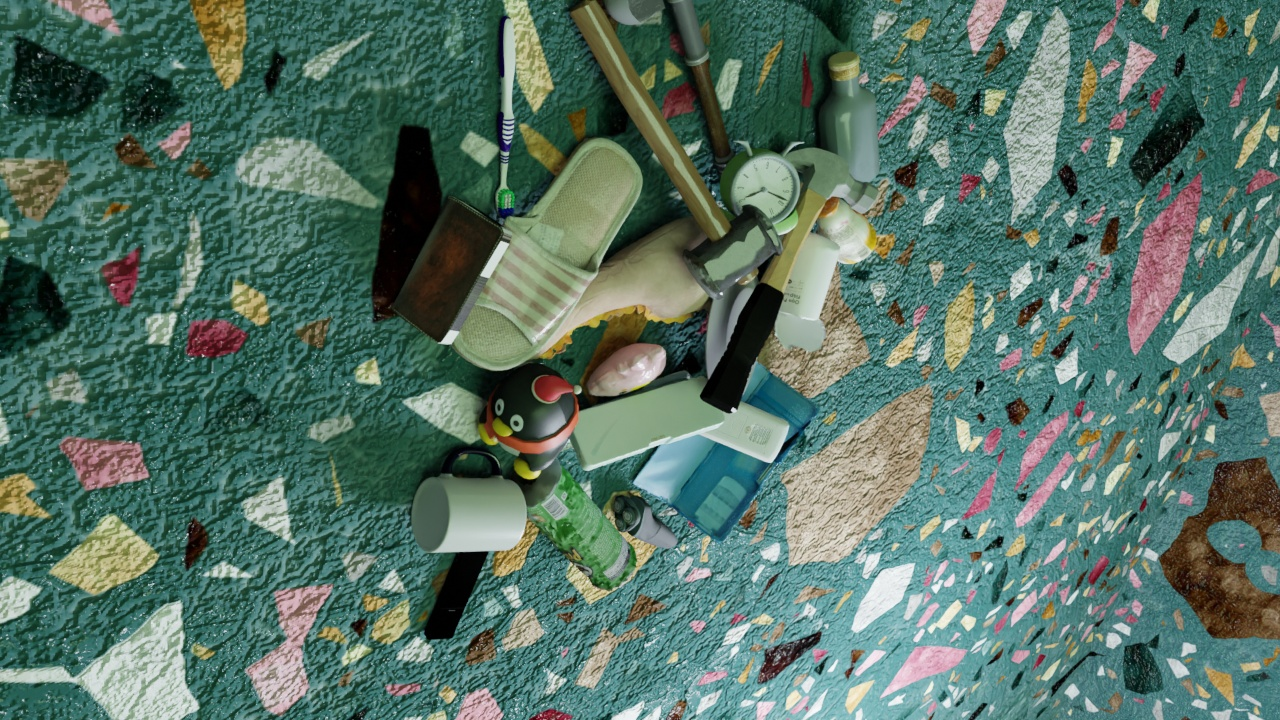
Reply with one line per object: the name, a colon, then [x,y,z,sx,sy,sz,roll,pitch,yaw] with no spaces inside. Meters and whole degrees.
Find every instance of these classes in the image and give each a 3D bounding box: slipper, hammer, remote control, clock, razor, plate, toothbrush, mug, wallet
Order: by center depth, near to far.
toothbrush: [-0.124,-0.219,0.847,0.015,0.016,0.187,-15,125,-33]
wallet: [-0.177,-0.083,0.851,0.123,0.072,0.019,-59,160,9]
slipper: [-0.088,-0.106,0.892,0.115,0.052,0.262,39,81,-24]
hammer: [0.029,-0.205,0.908,0.098,0.052,0.328,-36,117,1]
hammer: [0.068,-0.282,0.953,0.155,0.043,0.322,-39,137,-14]
mug: [-0.184,0.150,0.994,0.096,0.079,0.112,9,82,-42]
clock: [0.130,-0.181,1.001,0.094,0.042,0.119,0,111,-13]
hammer: [0.155,-0.094,1.047,0.131,0.039,0.327,28,78,-8]
remote control: [-0.213,0.262,1.077,0.034,0.013,0.150,12,107,-43]
plate: [0.119,-0.032,1.106,0.178,0.012,0.178,-25,119,-59]
remote control: [0.124,0.083,1.180,0.138,0.025,0.060,23,94,-17]
razor: [0.011,0.218,1.215,0.052,0.047,0.143,-50,140,-1]

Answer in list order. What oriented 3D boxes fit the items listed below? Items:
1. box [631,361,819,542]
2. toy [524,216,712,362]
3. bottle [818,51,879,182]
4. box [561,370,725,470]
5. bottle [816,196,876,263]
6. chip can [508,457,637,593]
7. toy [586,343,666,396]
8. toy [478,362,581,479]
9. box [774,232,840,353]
box: [0.112,0.109,1.227,0.173,0.066,0.232,37,91,-18]
toy: [-0.023,-0.054,1.001,0.264,0.065,0.196,-34,128,-16]
bottle: [0.247,-0.284,1.091,0.072,0.046,0.161,-33,133,-19]
box: [-0.011,0.075,1.089,0.198,0.085,0.096,-14,165,-32]
bottle: [0.253,-0.169,1.155,0.063,0.063,0.108,-53,137,0]
chip can: [-0.080,0.197,1.104,0.075,0.075,0.223,-43,134,-10]
toy: [-0.006,0.006,1.046,0.102,0.093,0.050,-24,87,-32]
toy: [-0.113,0.050,0.958,0.099,0.097,0.119,-40,158,-27]
box: [0.202,-0.081,1.155,0.118,0.085,0.160,-12,119,-67]
